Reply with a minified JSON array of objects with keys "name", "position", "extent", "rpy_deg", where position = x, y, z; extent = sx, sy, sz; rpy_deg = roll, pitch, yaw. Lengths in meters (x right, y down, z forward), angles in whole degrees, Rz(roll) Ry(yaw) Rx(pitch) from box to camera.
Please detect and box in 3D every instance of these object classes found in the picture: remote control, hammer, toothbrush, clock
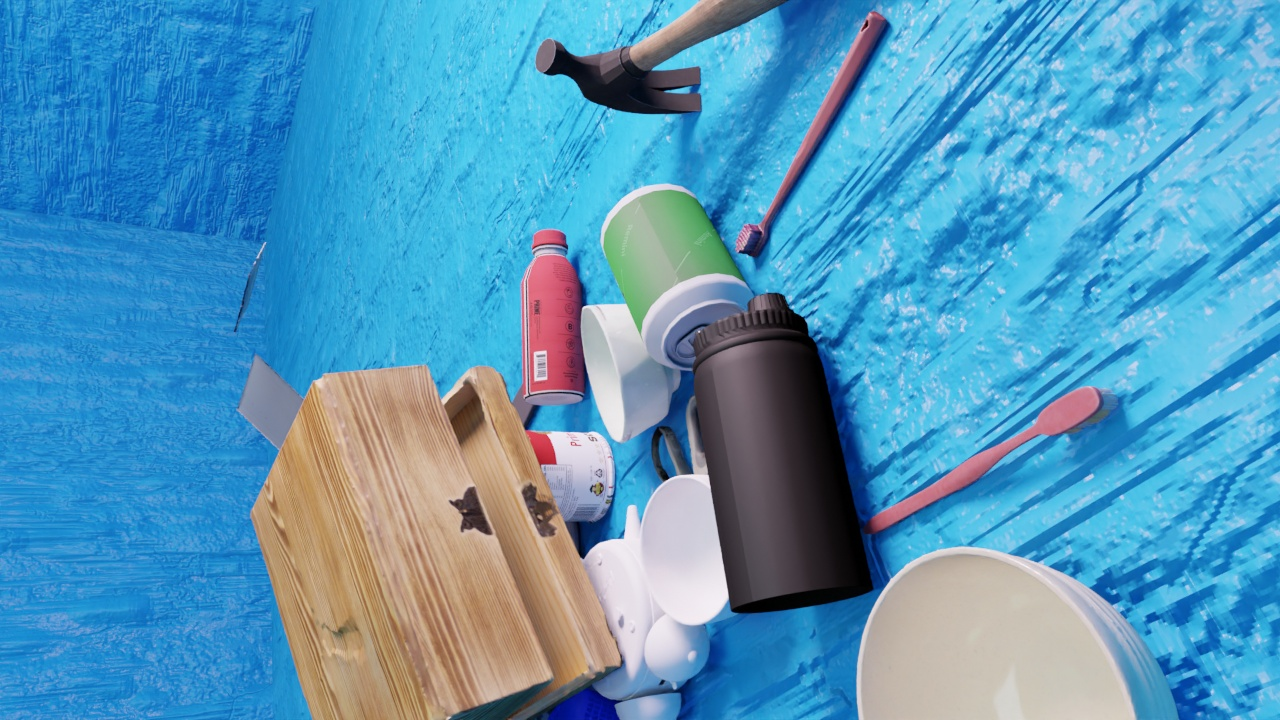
[{"name":"remote control","position":[-0.119,0.032,1.025],"extent":[0.125,0.009,0.046],"rpy_deg":[-58,39,39]},{"name":"hammer","position":[0.067,-0.251,0.658],"extent":[0.306,0.132,0.040],"rpy_deg":[-12,75,47]},{"name":"toothbrush","position":[0.178,0.061,0.497],"extent":[0.185,0.015,0.015],"rpy_deg":[-49,45,50]},{"name":"clock","position":[-0.011,0.211,0.744],"extent":[0.161,0.072,0.126],"rpy_deg":[56,132,48]},{"name":"toothbrush","position":[0.113,-0.150,0.635],"extent":[0.190,0.016,0.016],"rpy_deg":[-63,36,34]}]

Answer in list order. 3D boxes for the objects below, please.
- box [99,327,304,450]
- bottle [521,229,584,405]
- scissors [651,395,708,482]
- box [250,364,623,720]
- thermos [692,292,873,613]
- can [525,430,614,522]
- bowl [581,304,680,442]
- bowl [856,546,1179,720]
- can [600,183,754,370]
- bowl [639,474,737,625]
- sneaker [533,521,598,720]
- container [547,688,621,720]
[{"name":"box","position":[-0.472,0.104,1.209],"extent":[0.167,0.478,0.118],"rpy_deg":[-46,21,47]},{"name":"bottle","position":[-0.090,-0.046,0.933],"extent":[0.062,0.062,0.176],"rpy_deg":[-24,65,57]},{"name":"scissors","position":[0.048,0.101,0.717],"extent":[0.163,0.012,0.154],"rpy_deg":[43,123,53]},{"name":"box","position":[-0.189,0.184,0.758],"extent":[0.246,0.167,0.279],"rpy_deg":[-46,62,38]},{"name":"thermos","position":[0.083,0.053,0.587],"extent":[0.086,0.086,0.198],"rpy_deg":[-39,53,52]},{"name":"can","position":[-0.095,0.109,0.862],"extent":[0.087,0.116,0.086],"rpy_deg":[-15,73,59]},{"name":"bowl","position":[-0.005,0.004,0.759],"extent":[0.117,0.061,0.117],"rpy_deg":[165,90,-76]},{"name":"bowl","position":[0.178,0.161,0.417],"extent":[0.151,0.075,0.150],"rpy_deg":[-17,70,59]},{"name":"can","position":[0.027,-0.065,0.703],"extent":[0.088,0.087,0.139],"rpy_deg":[-61,38,36]},{"name":"bowl","position":[0.051,0.134,0.659],"extent":[0.105,0.054,0.105],"rpy_deg":[-5,83,50]},{"name":"sneaker","position":[-0.118,0.248,0.868],"extent":[0.103,0.132,0.269],"rpy_deg":[-47,48,45]},{"name":"container","position":[-0.041,0.330,0.758],"extent":[0.058,0.096,0.114],"rpy_deg":[-73,7,-62]}]
